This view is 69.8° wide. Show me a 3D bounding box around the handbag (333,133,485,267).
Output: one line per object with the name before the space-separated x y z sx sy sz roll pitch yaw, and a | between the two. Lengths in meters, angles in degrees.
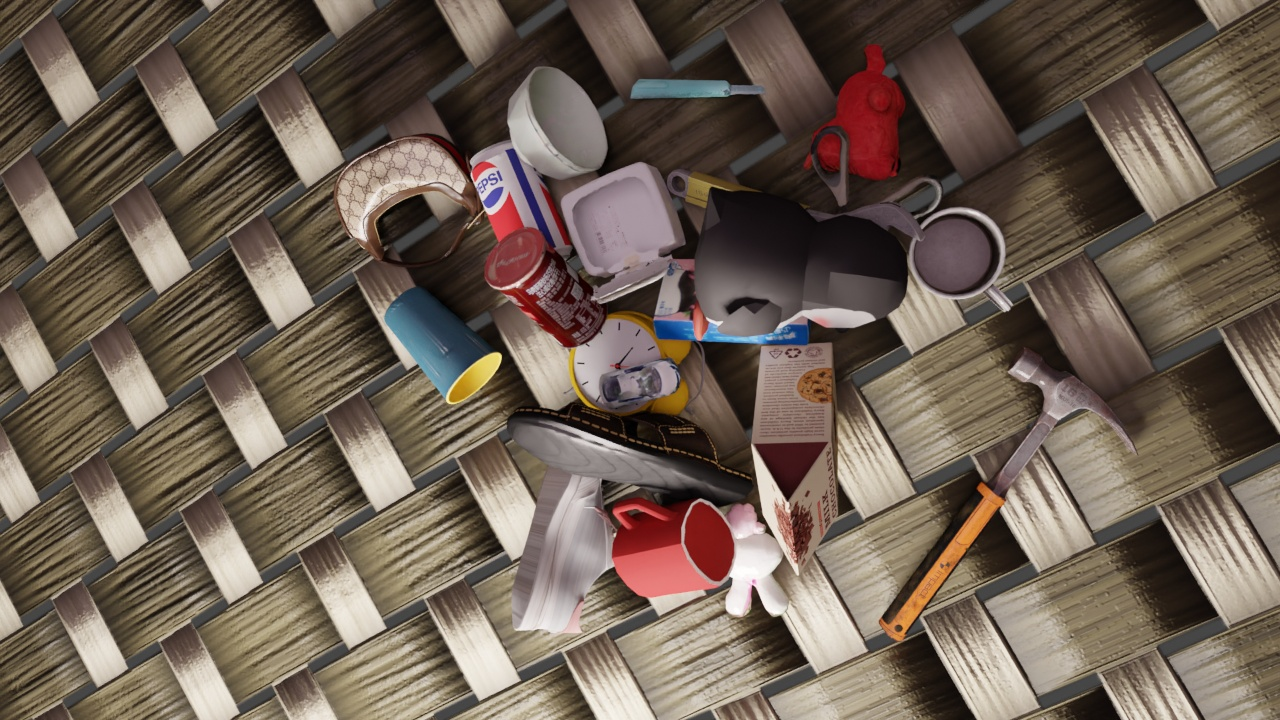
handbag | -0.251 -0.176 1.023 0.167 0.063 0.138 -21 106 12

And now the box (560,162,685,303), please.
box | -0.020 -0.117 0.924 0.107 0.131 0.151 -21 89 17

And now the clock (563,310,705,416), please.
clock | -0.006 0.006 0.973 0.152 0.052 0.113 4 96 18

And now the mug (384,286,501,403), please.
mug | -0.223 -0.021 1.018 0.121 0.078 0.078 45 104 12

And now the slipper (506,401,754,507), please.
slipper | -0.004 0.083 0.920 0.267 0.113 0.075 19 60 -23

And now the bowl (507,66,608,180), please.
bowl | -0.094 -0.237 0.948 0.061 0.117 0.117 -24 89 34

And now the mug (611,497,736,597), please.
mug | 0.025 0.183 0.939 0.097 0.080 0.116 -21 118 39

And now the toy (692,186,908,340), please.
toy | 0.146 -0.090 0.821 0.184 0.158 0.140 8 139 16

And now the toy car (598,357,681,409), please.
toy car | -0.003 0.024 0.931 0.090 0.027 0.038 -15 86 23

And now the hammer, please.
hammer | 0.346 0.155 0.904 0.138 0.035 0.315 34 103 10

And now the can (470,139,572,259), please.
can | -0.128 -0.161 0.978 0.070 0.070 0.132 -23 89 15

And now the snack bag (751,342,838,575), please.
snack bag | 0.145 0.086 0.851 0.070 0.205 0.094 -3 129 14

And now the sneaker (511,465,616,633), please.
sneaker | -0.062 0.182 0.987 0.089 0.099 0.236 21 82 -21

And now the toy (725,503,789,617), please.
toy | 0.115 0.211 0.967 0.079 0.038 0.122 -8 93 30

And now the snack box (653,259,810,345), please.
snack box | 0.095 -0.060 0.924 0.154 0.033 0.087 2 52 14

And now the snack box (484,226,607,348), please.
snack box | -0.093 -0.071 0.928 0.072 0.121 0.072 -18 52 25

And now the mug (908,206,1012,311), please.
mug | 0.308 -0.090 0.871 0.084 0.070 0.113 -42 84 14

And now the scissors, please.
scissors | 0.209 -0.149 0.876 0.158 0.012 0.171 0 127 32

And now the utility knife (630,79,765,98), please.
utility knife | 0.059 -0.281 0.948 0.141 0.015 0.022 4 77 14

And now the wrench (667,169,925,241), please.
wrench | 0.142 -0.145 0.899 0.273 0.018 0.084 24 129 26

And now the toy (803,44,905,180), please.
toy | 0.203 -0.240 0.883 0.094 0.088 0.133 5 96 24
